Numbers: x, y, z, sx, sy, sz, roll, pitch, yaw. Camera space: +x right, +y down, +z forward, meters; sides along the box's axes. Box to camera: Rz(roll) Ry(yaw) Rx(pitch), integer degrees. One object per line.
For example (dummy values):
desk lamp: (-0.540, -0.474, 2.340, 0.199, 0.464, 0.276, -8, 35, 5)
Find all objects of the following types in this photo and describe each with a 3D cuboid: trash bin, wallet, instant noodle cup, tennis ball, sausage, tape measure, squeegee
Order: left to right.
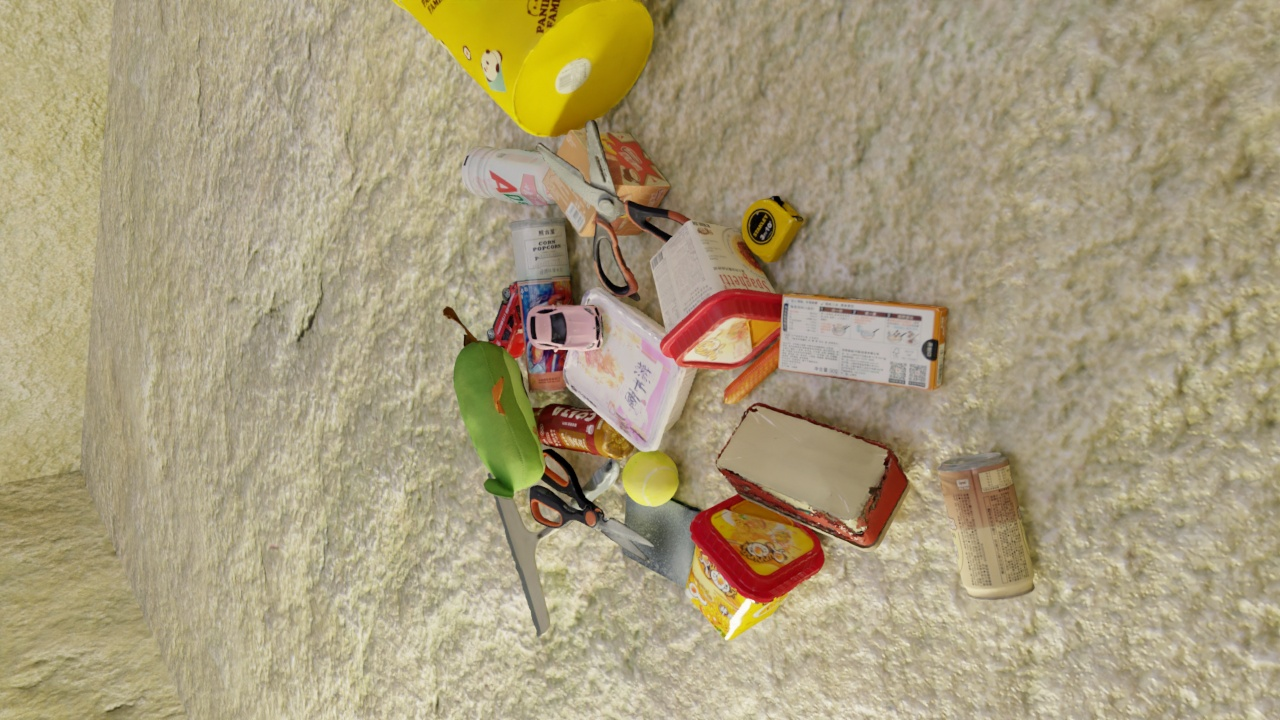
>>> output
trash bin: (-0.132, -0.401, 1.016, 0.255, 0.229, 0.230, 52, 130, 18)
squeegee: (-0.091, 0.192, 1.197, 0.247, 0.039, 0.246, -45, 55, 34)
instant noodle cup: (-0.006, 0.006, 1.062, 0.173, 0.060, 0.138, 37, 122, 34)
tennis ball: (0.012, 0.136, 1.061, 0.066, 0.065, 0.065, 10, 104, 44)
wallet: (0.023, 0.205, 1.097, 0.121, 0.019, 0.097, 17, 107, 44)
instant noodle cup: (0.074, -0.069, 0.938, 0.117, 0.116, 0.124, -43, 56, 41)
instant noodle cup: (0.109, 0.216, 0.952, 0.116, 0.115, 0.124, 45, 137, 31)
sausage: (0.134, 0.000, 0.944, 0.166, 0.021, 0.021, -45, 65, 40)
tape measure: (0.131, -0.134, 0.920, 0.057, 0.028, 0.060, 49, 128, 27)

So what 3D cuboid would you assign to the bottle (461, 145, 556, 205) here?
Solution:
bottle: (-0.143, -0.231, 1.158, 0.197, 0.068, 0.068, 16, 108, 40)

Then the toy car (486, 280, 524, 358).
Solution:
toy car: (-0.164, -0.053, 1.219, 0.045, 0.052, 0.121, 45, 128, 30)

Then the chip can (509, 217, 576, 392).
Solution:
chip can: (-0.119, -0.069, 1.156, 0.071, 0.071, 0.215, 0, 97, 46)

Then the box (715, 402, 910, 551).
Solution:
box: (0.157, 0.105, 0.872, 0.168, 0.080, 0.091, 19, 69, 43)

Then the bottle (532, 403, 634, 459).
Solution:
bottle: (-0.082, 0.086, 1.154, 0.175, 0.057, 0.057, 4, 100, 45)

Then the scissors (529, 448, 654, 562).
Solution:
scissors: (-0.066, 0.200, 1.132, 0.234, 0.021, 0.161, 50, 127, 30)

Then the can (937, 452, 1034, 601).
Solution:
can: (0.293, 0.140, 0.779, 0.059, 0.058, 0.116, -14, 86, 46)

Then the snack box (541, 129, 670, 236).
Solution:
snack box: (-0.039, -0.199, 1.034, 0.092, 0.094, 0.077, 55, 130, 24)

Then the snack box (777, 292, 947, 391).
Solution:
snack box: (0.202, -0.019, 0.851, 0.154, 0.026, 0.075, 9, 102, 35)

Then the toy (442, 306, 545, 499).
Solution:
toy: (-0.183, 0.055, 1.152, 0.227, 0.090, 0.246, 108, 142, -73)

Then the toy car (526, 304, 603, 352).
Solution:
toy car: (-0.092, -0.039, 1.075, 0.123, 0.037, 0.056, 2, 100, 44)

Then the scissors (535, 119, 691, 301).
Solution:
scissors: (-0.023, -0.151, 0.978, 0.015, 0.227, 0.190, -81, 16, -48)
